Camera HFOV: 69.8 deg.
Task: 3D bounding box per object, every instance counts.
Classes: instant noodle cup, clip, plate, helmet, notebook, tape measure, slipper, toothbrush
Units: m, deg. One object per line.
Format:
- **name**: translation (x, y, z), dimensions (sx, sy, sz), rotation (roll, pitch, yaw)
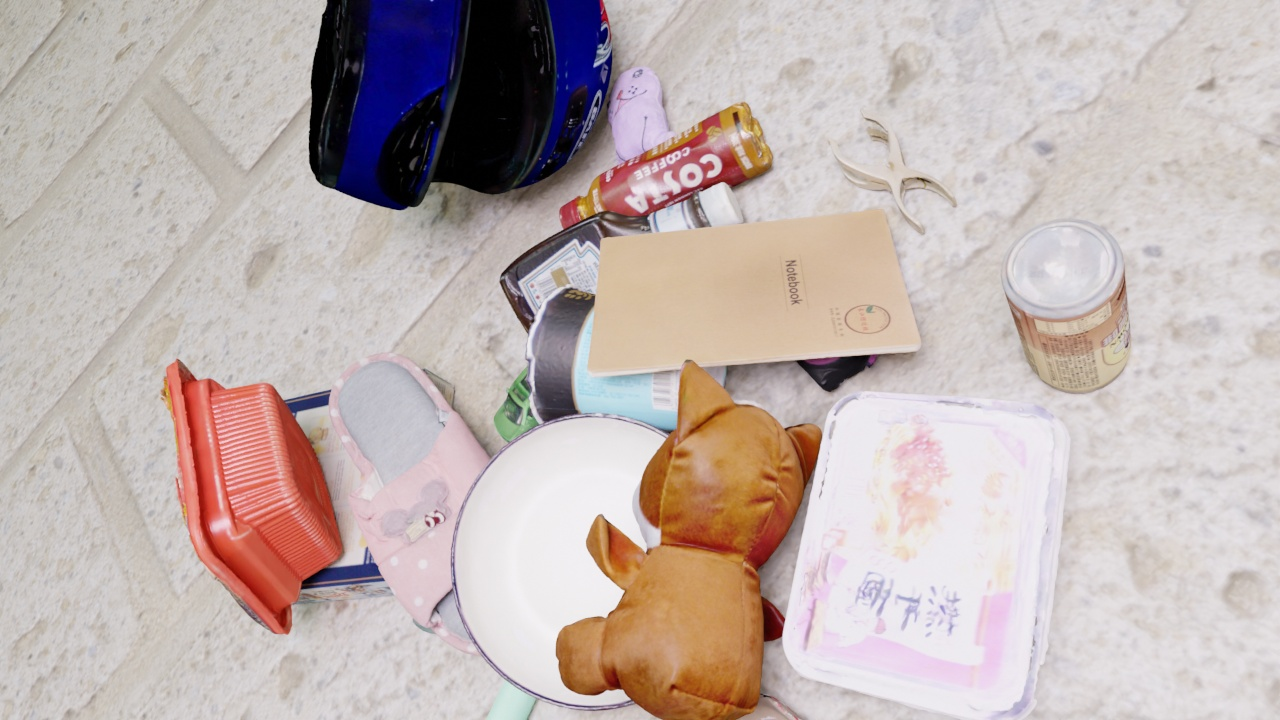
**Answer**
- **instant noodle cup**: translation (-0.293, 0.096, 0.705), dimensions (0.079, 0.165, 0.188), rotation (-22, 56, -12)
- **clip**: translation (0.169, -0.128, 0.659), dimensions (0.082, 0.034, 0.104), rotation (-27, 64, 14)
- **plate**: translation (-0.031, 0.133, 0.620), dimensions (0.192, 0.039, 0.192), rotation (-2, 78, 8)
- **instant noodle cup**: translation (-0.004, 0.004, 0.661), dimensions (0.121, 0.111, 0.111), rotation (6, 70, 24)
- **instant noodle cup**: translation (0.167, 0.110, 0.528), dimensions (0.138, 0.060, 0.173), rotation (4, 71, 32)
- **helmet**: translation (-0.143, -0.254, 0.770), dimensions (0.248, 0.240, 0.314), rotation (119, 148, -43)
- **notebook**: translation (0.071, -0.049, 0.622), dimensions (0.208, 0.008, 0.147), rotation (-5, 43, 7)
- **tape measure**: translation (0.130, -0.014, 0.623), dimensions (0.058, 0.039, 0.057), rotation (-49, 53, 8)
- **slipper**: translation (-0.162, 0.096, 0.693), dimensions (0.114, 0.054, 0.274), rotation (-33, 62, -6)
- **toothbrush**: translation (-0.118, 0.300, 0.627), dimensions (0.026, 0.027, 0.224), rotation (24, 80, 10)

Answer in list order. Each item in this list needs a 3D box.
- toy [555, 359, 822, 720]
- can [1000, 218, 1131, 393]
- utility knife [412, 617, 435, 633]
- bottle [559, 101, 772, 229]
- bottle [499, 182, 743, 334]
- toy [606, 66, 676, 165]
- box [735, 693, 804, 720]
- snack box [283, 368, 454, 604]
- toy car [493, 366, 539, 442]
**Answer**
- **toy**: translation (0.035, 0.109, 0.545), dimensions (0.131, 0.140, 0.199), rotation (8, 75, 51)
- **can**: translation (0.240, -0.027, 0.514), dimensions (0.059, 0.116, 0.058), rotation (-13, 61, 24)
- **utility knife**: translation (-0.103, 0.141, 0.707), dimensions (0.198, 0.021, 0.031), rotation (-43, 59, 1)
- **bottle**: translation (0.017, -0.143, 0.740), dimensions (0.175, 0.057, 0.057), rotation (-24, 57, 19)
- **bottle**: translation (-0.014, -0.082, 0.720), dimensions (0.195, 0.080, 0.044), rotation (-24, 14, 19)
- **toy**: translation (-0.004, -0.207, 0.796), dimensions (0.084, 0.039, 0.108), rotation (-34, 54, 36)
- **box**: translation (0.087, 0.254, 0.491), dimensions (0.163, 0.087, 0.076), rotation (36, 103, 34)
- **snack box**: translation (-0.251, 0.110, 0.787), dimensions (0.183, 0.046, 0.177), rotation (-11, 63, 26)
- **toy car**: translation (-0.083, 0.028, 0.733), dimensions (0.043, 0.036, 0.091), rotation (40, 94, 36)
